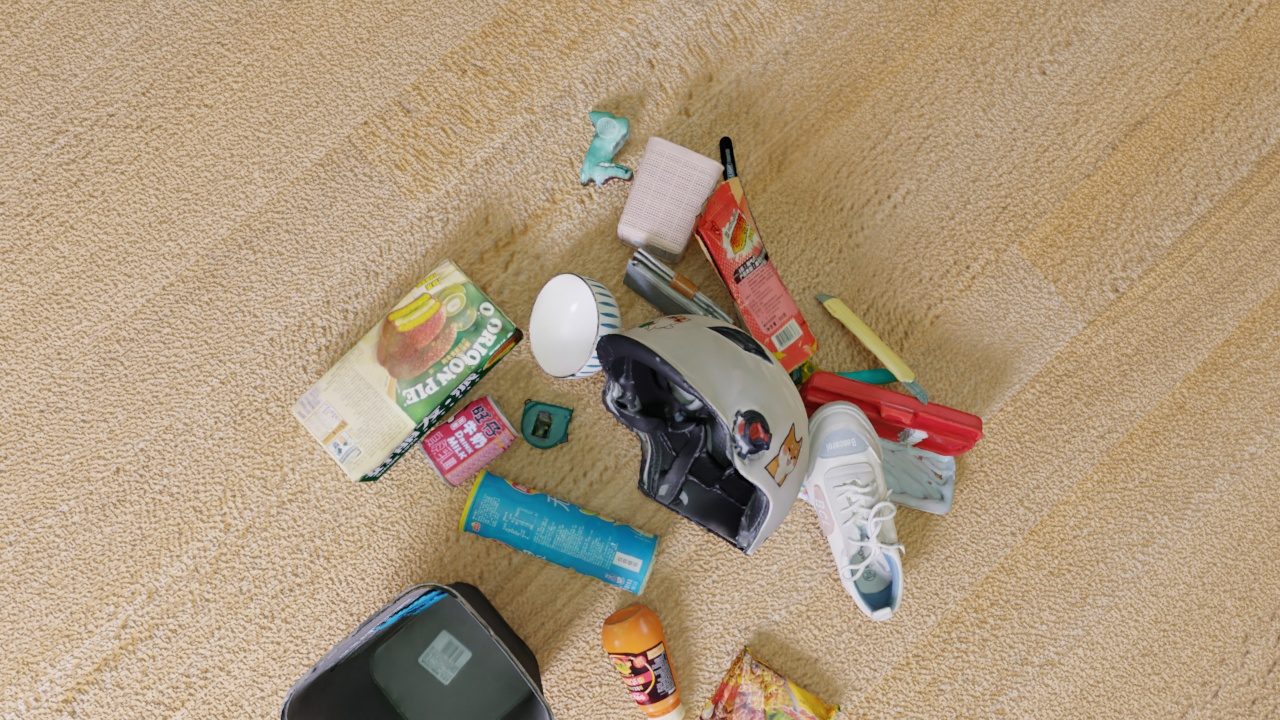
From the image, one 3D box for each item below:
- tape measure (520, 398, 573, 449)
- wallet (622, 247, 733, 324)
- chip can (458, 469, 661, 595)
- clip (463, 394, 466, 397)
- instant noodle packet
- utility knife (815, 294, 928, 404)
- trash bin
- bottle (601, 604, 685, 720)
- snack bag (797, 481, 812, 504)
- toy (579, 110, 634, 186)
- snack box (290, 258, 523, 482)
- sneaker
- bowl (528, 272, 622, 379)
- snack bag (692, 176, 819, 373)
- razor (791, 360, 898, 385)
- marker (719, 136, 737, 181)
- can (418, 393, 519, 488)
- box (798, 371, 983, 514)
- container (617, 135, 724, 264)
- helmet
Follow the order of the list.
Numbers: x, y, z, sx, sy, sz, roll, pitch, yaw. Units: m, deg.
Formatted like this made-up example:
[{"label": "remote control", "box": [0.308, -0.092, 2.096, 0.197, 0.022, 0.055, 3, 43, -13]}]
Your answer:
[{"label": "tape measure", "box": [-0.107, 0.073, 1.035, 0.058, 0.025, 0.054, 12, 83, -1]}, {"label": "wallet", "box": [0.043, -0.072, 1.016, 0.130, 0.107, 0.037, 36, 80, 2]}, {"label": "chip can", "box": [-0.087, 0.188, 1.001, 0.210, 0.071, 0.071, 21, 83, -1]}, {"label": "clip", "box": [-0.200, 0.013, 1.040, 0.026, 0.037, 0.058, 22, 82, 5]}, {"label": "instant noodle packet", "box": [0.140, 0.393, 1.005, 0.128, 0.044, 0.110, 33, 88, 1]}, {"label": "utility knife", "box": [0.263, -0.018, 1.030, 0.030, 0.019, 0.182, -18, 50, -31]}, {"label": "trash bin", "box": [-0.201, 0.327, 0.907, 0.199, 0.220, 0.198, -40, 88, -6]}, {"label": "bottle", "box": [0.010, 0.343, 0.998, 0.066, 0.067, 0.149, -23, 92, -5]}, {"label": "snack bag", "box": [0.177, 0.137, 1.041, 0.105, 0.026, 0.045, 25, 81, -1]}, {"label": "toy", "box": [-0.038, -0.240, 1.060, 0.096, 0.030, 0.092, 24, 94, 35]}, {"label": "snack box", "box": [-0.252, 0.012, 1.003, 0.240, 0.063, 0.114, -45, 83, -2]}, {"label": "sneaker", "box": [0.226, 0.164, 0.969, 0.089, 0.090, 0.242, -14, 105, 9]}, {"label": "bowl", "box": [-0.063, -0.036, 1.017, 0.066, 0.117, 0.116, 5, 81, -45]}, {"label": "snack bag", "box": [0.121, -0.086, 0.999, 0.073, 0.128, 0.208, -17, 110, 34]}, {"label": "razor", "box": [0.240, 0.015, 1.056, 0.132, 0.028, 0.043, 3, 56, 1]}, {"label": "marker", "box": [0.108, -0.204, 1.079, 0.018, 0.015, 0.124, -7, 83, -7]}, {"label": "can", "box": [-0.187, 0.087, 1.008, 0.093, 0.066, 0.066, -36, 87, -6]}, {"label": "box", "box": [0.265, 0.093, 1.010, 0.201, 0.094, 0.100, 15, 64, -2]}, {"label": "container", "box": [0.029, -0.177, 1.037, 0.090, 0.090, 0.111, 22, 86, -1]}, {"label": "helmet", "box": [0.082, 0.056, 0.949, 0.156, 0.230, 0.274, -34, 117, -24]}]
